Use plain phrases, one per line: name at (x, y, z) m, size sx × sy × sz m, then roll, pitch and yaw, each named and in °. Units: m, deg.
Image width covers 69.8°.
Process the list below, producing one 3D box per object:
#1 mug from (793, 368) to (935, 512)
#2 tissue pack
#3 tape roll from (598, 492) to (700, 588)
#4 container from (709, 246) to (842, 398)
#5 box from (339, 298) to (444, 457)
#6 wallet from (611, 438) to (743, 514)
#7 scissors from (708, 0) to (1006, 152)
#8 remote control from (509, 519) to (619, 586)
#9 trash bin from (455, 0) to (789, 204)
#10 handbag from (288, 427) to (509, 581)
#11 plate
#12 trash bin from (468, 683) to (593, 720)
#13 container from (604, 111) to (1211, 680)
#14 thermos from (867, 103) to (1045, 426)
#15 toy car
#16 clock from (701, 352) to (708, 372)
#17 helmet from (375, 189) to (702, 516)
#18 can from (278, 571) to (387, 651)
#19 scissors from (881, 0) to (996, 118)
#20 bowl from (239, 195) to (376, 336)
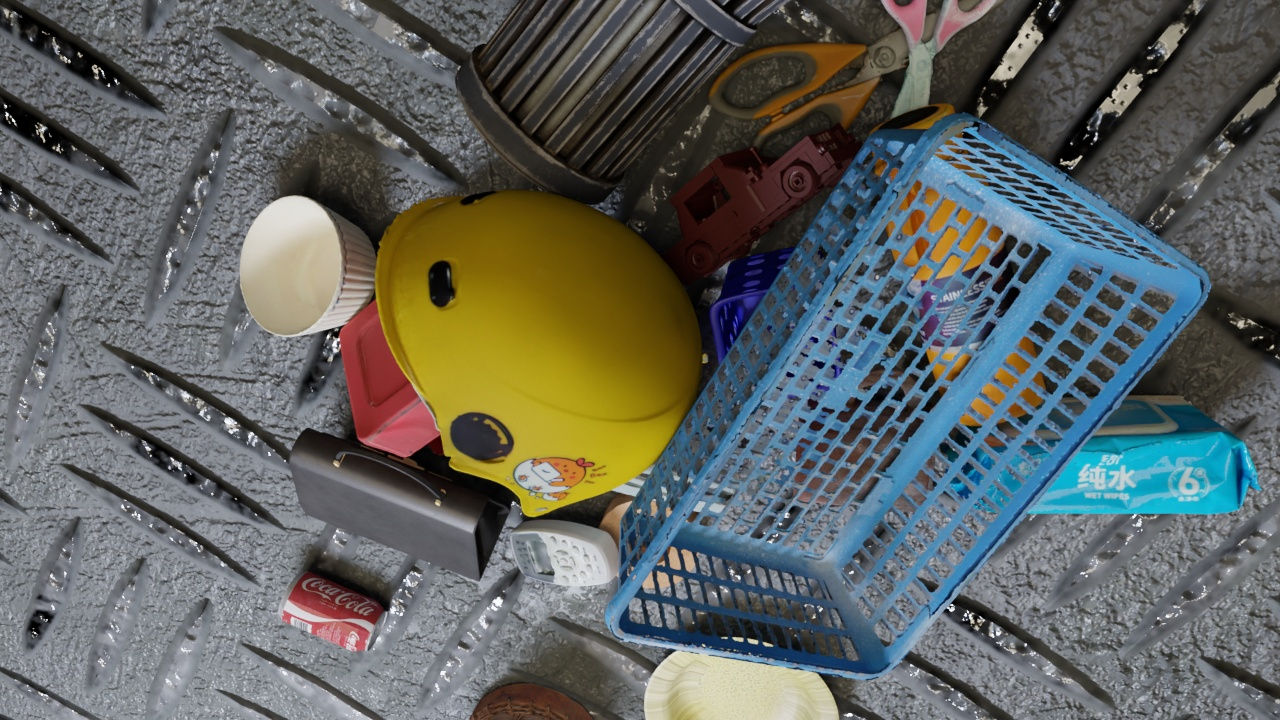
mug at (0.178, 0.061, 0.735) m, size 0.110 × 0.096 × 0.123 m, roll 2°, pitch 115°, yaw 6°
tissue pack at (0.332, 0.071, 0.697) m, size 0.209 × 0.116 × 0.066 m, roll -3°, pitch 105°, yaw 12°
tape roll at (0.009, 0.163, 0.844) m, size 0.094 × 0.027 × 0.094 m, roll 4°, pitch 112°, yaw 10°
container at (0.105, -0.031, 0.700) m, size 0.085 × 0.113 × 0.084 m, roll -9°, pitch 110°, yaw 14°
box at (-0.161, -0.012, 0.745) m, size 0.158 × 0.126 × 0.137 m, roll -37°, pitch 74°, yaw 21°
wallet at (0.017, 0.092, 0.776) m, size 0.132 × 0.054 × 0.100 m, roll 13°, pitch 156°, yaw 5°
scissors at (0.168, -0.205, 0.673) m, size 0.229 × 0.016 × 0.114 m, roll -19°, pitch 108°, yaw 16°
remote control at (-0.070, 0.178, 0.847) m, size 0.114 × 0.028 × 0.060 m, roll -1°, pitch 111°, yaw 35°
trash bin at (-0.006, -0.231, 0.621) m, size 0.164 × 0.163 × 0.228 m, roll 43°, pitch 116°, yaw -8°
handbag at (-0.209, 0.109, 0.778) m, size 0.176 × 0.072 × 0.196 m, roll 21°, pitch 158°, yaw 2°
plate at (0.098, 0.334, 0.891) m, size 0.184 × 0.036 × 0.184 m, roll 4°, pitch 112°, yaw 10°
trash bin at (-0.129, 0.441, 0.885) m, size 0.151 × 0.209 × 0.151 m, roll 4°, pitch 112°, yaw 9°
container at (0.152, 0.038, 0.592) m, size 0.257 × 0.089 × 0.363 m, roll 20°, pitch 113°, yaw -30°
thermos at (0.230, -0.065, 0.668) m, size 0.076 × 0.091 × 0.233 m, roll -16°, pitch 111°, yaw 20°
toy car at (0.078, -0.120, 0.675) m, size 0.170 × 0.070 × 0.062 m, roll -36°, pitch 85°, yaw 41°
clock at (-0.005, 0.004, 0.761) m, size 0.119 × 0.057 × 0.083 m, roll 20°, pitch 109°, yaw 25°
helmet at (-0.045, -0.020, 0.615) m, size 0.140 × 0.208 × 0.240 m, roll -14°, pitch 135°, yaw 30°
can at (-0.311, 0.256, 0.931) m, size 0.096 × 0.054 × 0.054 m, roll 23°, pitch 114°, yaw 1°
scissors at (0.214, -0.220, 0.646) m, size 0.101 × 0.016 × 0.179 m, roll -3°, pitch 116°, yaw 2°
bowl at (-0.271, -0.076, 0.770) m, size 0.115 × 0.062 × 0.115 m, roll -1°, pitch 88°, yaw 27°
